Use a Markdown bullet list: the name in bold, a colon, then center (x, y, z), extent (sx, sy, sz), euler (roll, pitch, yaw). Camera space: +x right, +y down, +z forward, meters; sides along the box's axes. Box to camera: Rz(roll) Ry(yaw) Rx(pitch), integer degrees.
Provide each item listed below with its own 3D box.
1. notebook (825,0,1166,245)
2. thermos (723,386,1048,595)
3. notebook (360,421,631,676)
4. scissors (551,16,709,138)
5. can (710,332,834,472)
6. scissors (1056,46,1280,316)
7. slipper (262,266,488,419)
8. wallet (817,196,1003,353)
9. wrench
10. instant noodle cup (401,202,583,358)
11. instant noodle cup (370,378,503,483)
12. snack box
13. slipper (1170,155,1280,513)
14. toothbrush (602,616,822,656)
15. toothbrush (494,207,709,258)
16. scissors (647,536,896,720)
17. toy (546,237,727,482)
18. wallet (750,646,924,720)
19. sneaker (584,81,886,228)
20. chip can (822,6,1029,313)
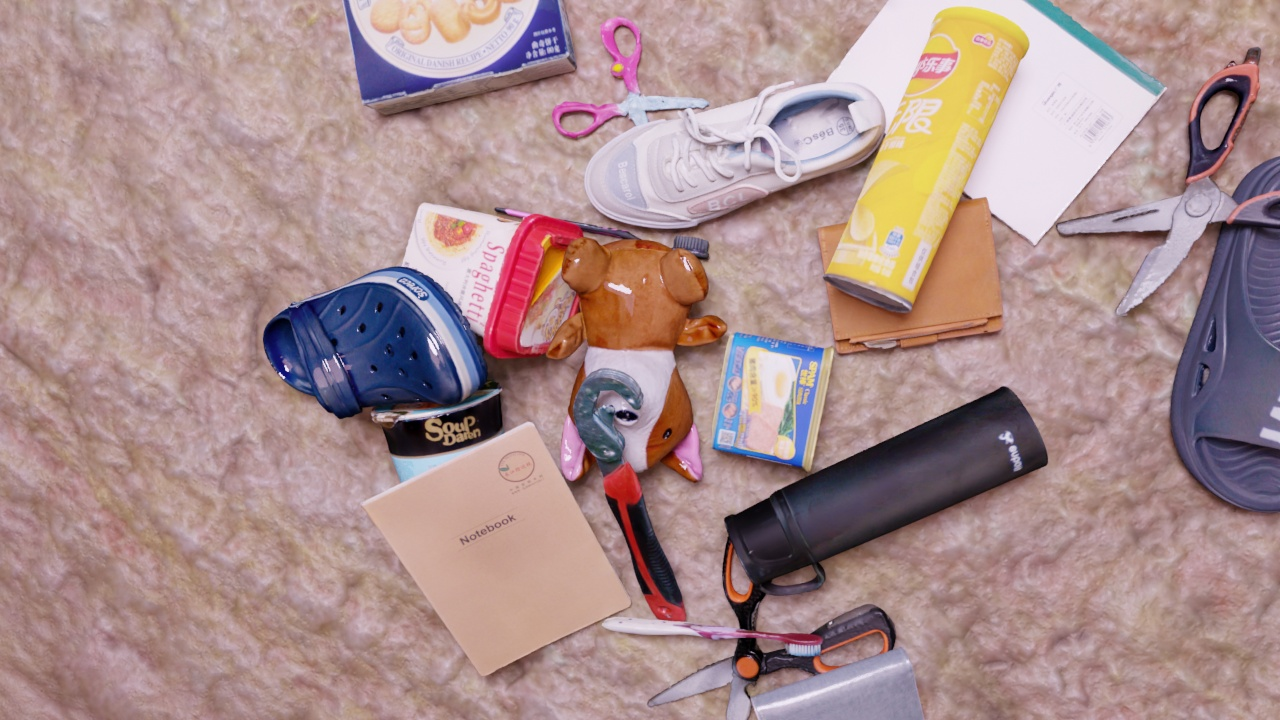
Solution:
- **notebook**: center (0.271, -0.212, 0.712), extent (0.209, 0.012, 0.150), euler (38, 100, 4)
- **thermos**: center (0.192, 0.110, 0.725), extent (0.243, 0.068, 0.090), euler (-26, 114, 8)
- **notebook**: center (-0.111, 0.161, 0.753), extent (0.148, 0.008, 0.208), euler (-25, 119, -2)
- **scissors**: center (-0.013, -0.213, 0.760), extent (0.135, 0.017, 0.133), euler (-23, 95, 8)
- **can**: center (0.106, 0.031, 0.742), extent (0.083, 0.057, 0.102), euler (11, 97, 11)
- **scissors**: center (0.426, -0.120, 0.667), extent (0.189, 0.015, 0.223), euler (30, 94, 29)
- **slipper**: center (-0.232, -0.007, 0.727), extent (0.253, 0.095, 0.105), euler (1, 121, 40)
- **wallet**: center (0.213, -0.064, 0.726), extent (0.132, 0.031, 0.108), euler (-9, 95, 15)
- **wrench**: center (-0.004, 0.117, 0.722), extent (0.056, 0.016, 0.274), euler (2, 128, 21)
- **instant noodle cup**: center (-0.120, -0.071, 0.747), extent (0.124, 0.116, 0.116), euler (20, 99, 18)
- **instant noodle cup**: center (-0.159, 0.087, 0.771), extent (0.111, 0.111, 0.120), euler (-7, 102, 10)
- **snack box**: center (-0.158, -0.314, 0.758), extent (0.178, 0.045, 0.182), euler (-10, 94, 10)
- **slipper**: center (0.466, -0.019, 0.665), extent (0.111, 0.083, 0.268), euler (8, 95, 10)
- **toothbrush**: center (0.058, 0.232, 0.774), extent (0.188, 0.016, 0.017), euler (1, 104, 14)
- **toothbrush**: center (-0.033, -0.112, 0.773), extent (0.189, 0.014, 0.017), euler (13, 87, 8)
- **scissors**: center (0.105, 0.240, 0.782), extent (0.221, 0.021, 0.232), euler (-8, 93, 15)
- **toy**: center (-0.004, 0.004, 0.731), extent (0.140, 0.130, 0.200), euler (6, 106, 3)
- **wallet**: center (0.163, 0.293, 0.749), extent (0.130, 0.037, 0.107), euler (-19, 116, 0)
- **sneaker**: center (0.068, -0.156, 0.706), extent (0.242, 0.090, 0.089), euler (-13, 99, 14)
- **chip can**: center (0.209, -0.145, 0.674), extent (0.072, 0.072, 0.213), euler (23, 92, 7)
